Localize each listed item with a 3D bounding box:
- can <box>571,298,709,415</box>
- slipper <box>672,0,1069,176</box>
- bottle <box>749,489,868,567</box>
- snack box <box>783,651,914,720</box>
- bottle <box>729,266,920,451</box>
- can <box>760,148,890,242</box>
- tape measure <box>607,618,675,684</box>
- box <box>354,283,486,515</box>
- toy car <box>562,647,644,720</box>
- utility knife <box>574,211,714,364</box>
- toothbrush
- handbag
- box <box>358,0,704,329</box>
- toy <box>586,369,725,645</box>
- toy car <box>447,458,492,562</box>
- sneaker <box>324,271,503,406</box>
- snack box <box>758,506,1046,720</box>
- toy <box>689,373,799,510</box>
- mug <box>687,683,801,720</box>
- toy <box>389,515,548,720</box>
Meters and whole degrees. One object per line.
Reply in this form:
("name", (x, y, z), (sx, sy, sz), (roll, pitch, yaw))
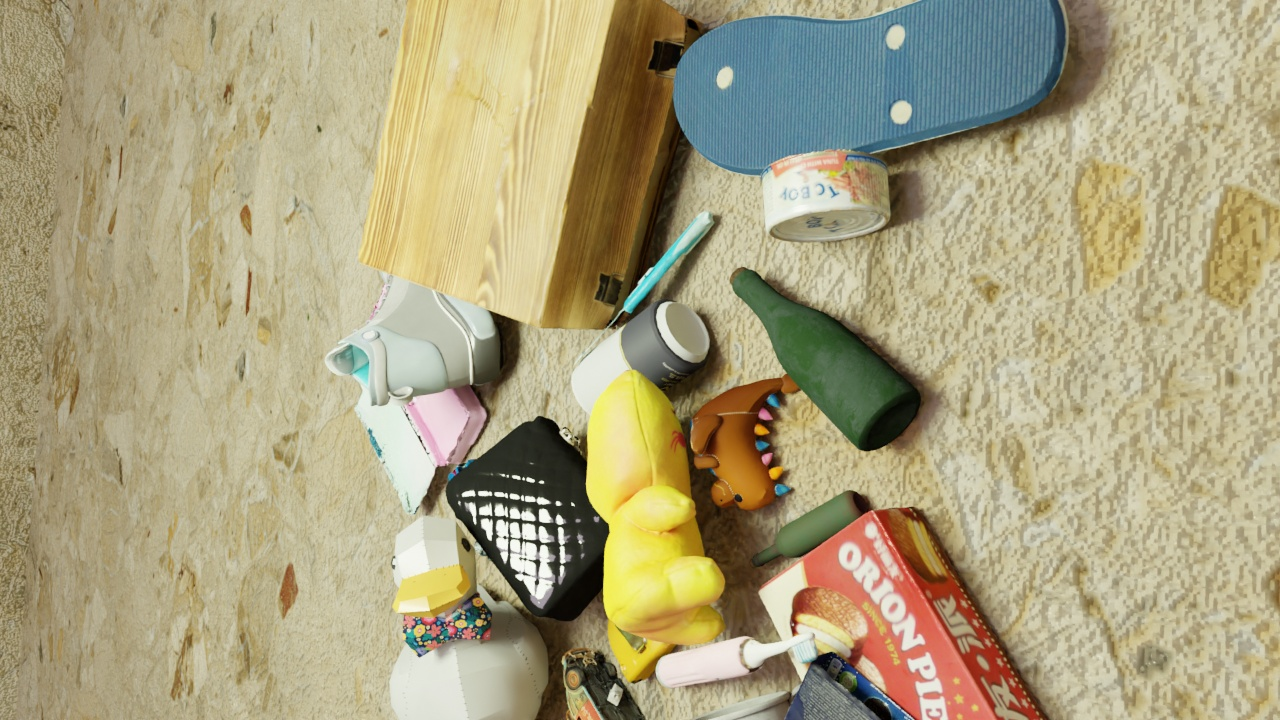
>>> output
("can", (-0.004, 0.004, 0.765), (0.128, 0.064, 0.064), (-36, 63, 36))
("slipper", (0.148, -0.191, 0.642), (0.296, 0.060, 0.118), (3, 92, 42))
("bottle", (0.118, 0.126, 0.663), (0.106, 0.025, 0.025), (-39, 61, 35))
("snack box", (0.146, 0.252, 0.538), (0.150, 0.027, 0.082), (36, 113, 42))
("bottle", (0.120, -0.012, 0.654), (0.174, 0.055, 0.055), (50, 119, 36))
("can", (0.127, -0.112, 0.633), (0.086, 0.086, 0.043), (-9, 80, 43))
("tape measure", (0.000, 0.225, 0.765), (0.068, 0.030, 0.059), (-54, 55, 25))
("box", (-0.262, 0.042, 1.032), (0.230, 0.035, 0.160), (51, 121, 34))
("toy car", (-0.034, 0.299, 0.779), (0.112, 0.047, 0.047), (50, 119, 36))
("utility knife", (0.002, -0.057, 0.760), (0.169, 0.015, 0.022), (-48, 12, 5))
("toothbrush", (0.064, 0.211, 0.649), (0.223, 0.027, 0.026), (-45, 60, 59))
("handbag", (-0.073, 0.139, 0.810), (0.125, 0.114, 0.153), (-45, 60, 0))
("box", (-0.086, -0.186, 0.813), (0.247, 0.175, 0.279), (21, 100, 33))
("toy", (0.004, 0.117, 0.697), (0.087, 0.134, 0.193), (-14, 60, 0))
("toy car", (-0.148, 0.146, 0.898), (0.044, 0.056, 0.120), (-55, 51, 25))
("sneaker", (-0.262, -0.050, 0.947), (0.256, 0.160, 0.093), (45, 142, 34))
("snack box", (0.178, 0.219, 0.572), (0.113, 0.060, 0.236), (-46, 57, 33))
("toy", (0.088, 0.062, 0.693), (0.103, 0.070, 0.090), (-30, 78, 14))
("mug", (0.089, 0.274, 0.648), (0.113, 0.084, 0.070), (-20, 72, 8))
("toy", (-0.158, 0.257, 0.817), (0.247, 0.141, 0.267), (-149, 46, -80))
